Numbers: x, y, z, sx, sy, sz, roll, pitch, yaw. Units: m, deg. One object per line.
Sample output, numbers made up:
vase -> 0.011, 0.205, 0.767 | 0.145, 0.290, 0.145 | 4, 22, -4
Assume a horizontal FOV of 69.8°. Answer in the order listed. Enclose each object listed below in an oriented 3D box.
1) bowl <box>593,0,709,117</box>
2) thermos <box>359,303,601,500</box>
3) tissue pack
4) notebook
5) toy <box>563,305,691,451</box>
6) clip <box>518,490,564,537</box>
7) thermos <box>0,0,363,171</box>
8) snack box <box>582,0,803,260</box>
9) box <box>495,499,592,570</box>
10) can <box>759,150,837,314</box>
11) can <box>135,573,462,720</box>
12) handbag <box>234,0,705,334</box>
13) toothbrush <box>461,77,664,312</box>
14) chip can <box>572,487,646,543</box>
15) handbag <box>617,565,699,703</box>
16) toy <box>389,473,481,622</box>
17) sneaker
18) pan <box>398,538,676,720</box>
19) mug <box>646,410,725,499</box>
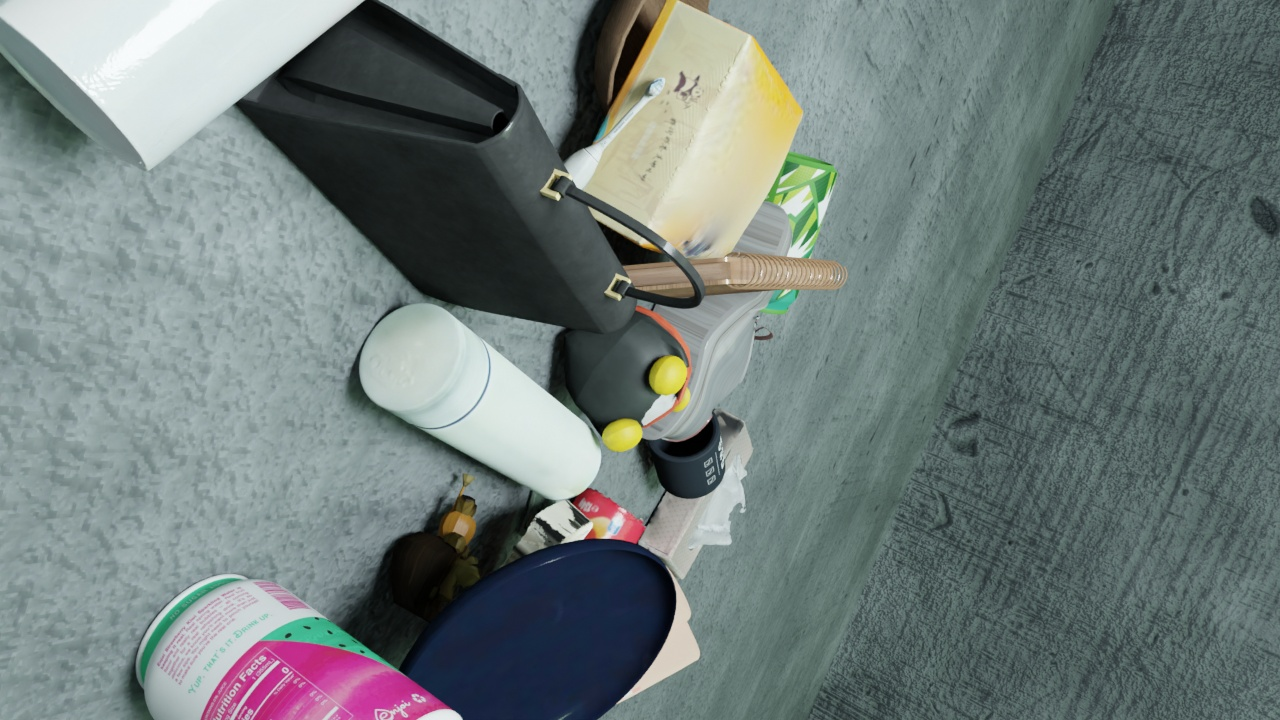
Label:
bowl -> 0.002, -0.211, 0.605 | 0.117, 0.030, 0.118 | -51, 163, -23
thermos -> -0.094, 0.036, 0.608 | 0.067, 0.068, 0.230 | -61, 154, -11
tissue pack -> 0.075, 0.157, 1.039 | 0.181, 0.071, 0.104 | -60, 153, -19
notebook -> 0.038, -0.058, 0.667 | 0.210, 0.169, 0.022 | -8, 95, -60
toy -> -0.004, 0.004, 0.718 | 0.098, 0.099, 0.119 | -53, 166, 21
clip -> -0.077, 0.114, 0.754 | 0.023, 0.047, 0.076 | -11, 119, -62
thermos -> -0.130, -0.171, 0.338 | 0.220, 0.099, 0.099 | -51, 151, -20
snack box -> 0.045, -0.143, 0.652 | 0.145, 0.080, 0.195 | -61, 164, 11
box -> -0.079, 0.193, 0.645 | 0.143, 0.101, 0.194 | -53, 171, 6
can -> 0.125, -0.123, 0.868 | 0.082, 0.083, 0.144 | -16, 126, -58
can -> -0.173, 0.180, 0.466 | 0.088, 0.166, 0.088 | -43, 146, -39
handbag -> -0.056, -0.070, 0.438 | 0.072, 0.196, 0.176 | -59, 154, -14
toothbrush -> -0.049, -0.103, 0.562 | 0.185, 0.022, 0.024 | -46, -166, 3
chip can -> -0.082, 0.223, 0.785 | 0.232, 0.073, 0.073 | -57, 153, -19
handbag -> -0.066, 0.285, 0.909 | 0.188, 0.116, 0.198 | -34, 163, 36
toy -> -0.133, 0.127, 0.626 | 0.076, 0.062, 0.100 | 107, 5, -69
sneaker -> 0.068, -0.029, 0.829 | 0.236, 0.099, 0.089 | -59, 153, 1
pan -> -0.133, 0.222, 0.566 | 0.355, 0.021, 0.199 | -25, 134, -19
mug -> 0.048, 0.075, 0.922 | 0.077, 0.071, 0.104 | 75, 19, -53
